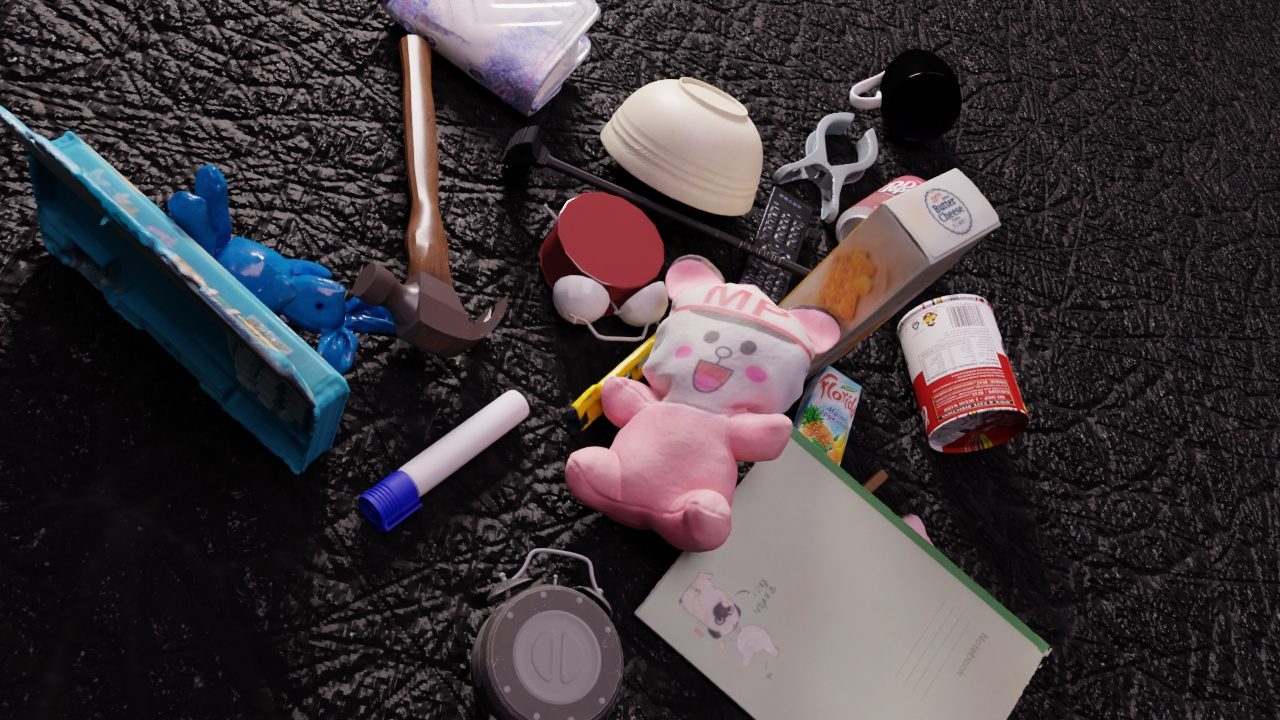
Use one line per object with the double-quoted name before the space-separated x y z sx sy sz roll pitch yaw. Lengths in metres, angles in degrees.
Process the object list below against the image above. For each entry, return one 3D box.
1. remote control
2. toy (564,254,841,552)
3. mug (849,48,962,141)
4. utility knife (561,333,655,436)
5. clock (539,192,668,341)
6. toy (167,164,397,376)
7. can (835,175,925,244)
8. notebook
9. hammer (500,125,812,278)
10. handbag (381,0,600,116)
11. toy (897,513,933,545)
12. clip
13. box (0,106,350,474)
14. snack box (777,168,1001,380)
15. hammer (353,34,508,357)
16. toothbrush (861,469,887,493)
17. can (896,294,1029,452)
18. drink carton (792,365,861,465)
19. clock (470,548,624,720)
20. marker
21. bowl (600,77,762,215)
"remote control" 0.122 -0.099 0.852 0.047 0.022 0.149 30 53 -8
"toy" 0.046 0.028 0.656 0.142 0.084 0.212 18 67 20
"mug" 0.299 -0.311 1.050 0.119 0.085 0.100 0 41 7
"utility knife" -0.004 0.004 0.707 0.017 0.031 0.162 26 49 24
"clock" -0.030 -0.075 0.736 0.096 0.048 0.137 1 61 -27
"toy" -0.229 -0.044 0.593 0.176 0.071 0.112 42 42 -30
"can" 0.248 -0.139 0.914 0.113 0.063 0.063 -33 79 -38
"notebook" 0.147 0.190 0.644 0.252 0.010 0.181 41 71 2
"hammer" 0.041 -0.119 0.778 0.324 0.095 0.015 21 84 -15
"handbag" -0.132 -0.305 0.826 0.158 0.069 0.126 35 65 -3
"toy" 0.204 0.179 0.695 0.096 0.053 0.098 50 61 -8
"clip" 0.187 -0.217 0.958 0.107 0.028 0.162 35 50 -1
"box" -0.261 -0.047 0.515 0.227 0.186 0.056 42 61 2
"snack box" 0.173 -0.055 0.726 0.104 0.208 0.057 -27 76 -37
"hammer" -0.165 -0.140 0.702 0.115 0.033 0.322 28 38 -44
"toothbrush" 0.146 0.127 0.720 0.166 0.016 0.016 -30 77 -37
"can" 0.286 0.012 0.821 0.086 0.087 0.116 8 57 -23
"drink carton" 0.145 0.062 0.746 0.044 0.039 0.128 32 51 -6
"clock" -0.057 0.180 0.561 0.091 0.044 0.122 14 55 -19
"marker" -0.127 0.064 0.614 0.132 0.023 0.027 -38 103 -39
"bowl" 0.048 -0.199 0.808 0.150 0.075 0.150 22 29 -13
